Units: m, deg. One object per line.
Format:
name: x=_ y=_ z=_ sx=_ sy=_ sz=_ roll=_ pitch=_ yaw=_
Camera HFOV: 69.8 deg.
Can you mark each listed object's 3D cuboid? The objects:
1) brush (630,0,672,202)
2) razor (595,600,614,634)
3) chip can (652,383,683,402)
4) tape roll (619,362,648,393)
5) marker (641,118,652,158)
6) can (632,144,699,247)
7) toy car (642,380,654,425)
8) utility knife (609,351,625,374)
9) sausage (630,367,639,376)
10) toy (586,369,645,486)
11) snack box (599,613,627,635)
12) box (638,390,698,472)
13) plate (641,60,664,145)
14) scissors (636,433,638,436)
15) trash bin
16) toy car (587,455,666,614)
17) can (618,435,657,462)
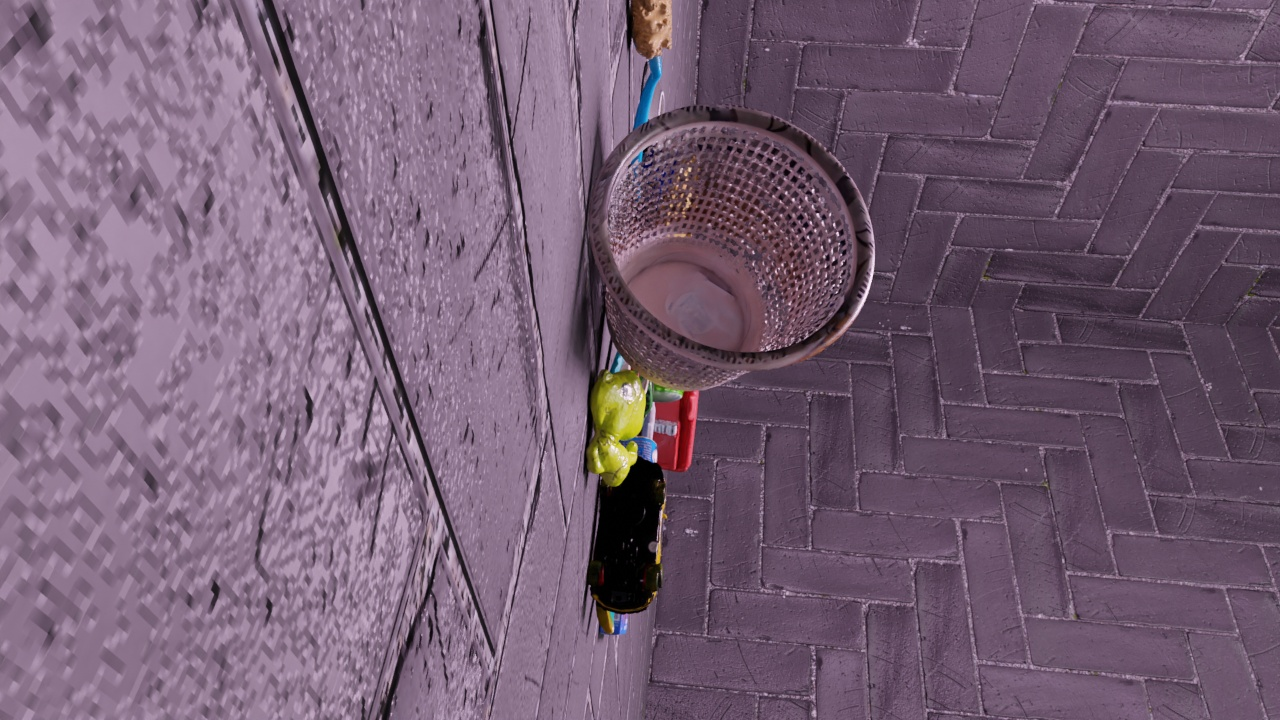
brush: x=0.005 y=-0.278 z=0.934 sx=0.083 sy=0.046 sz=0.255 roll=-87 pitch=-177 yaw=-52
razor: x=-0.032 y=0.244 z=0.969 sx=0.043 sy=0.028 sz=0.132 roll=-54 pitch=-170 yaw=19
chip can: x=0.030 y=-0.054 z=1.239 sx=0.072 sy=0.072 sz=0.221 roll=76 pitch=19 yaw=-77
tape roll: x=-0.006 y=0.006 z=1.066 sx=0.085 sy=0.014 sz=0.086 roll=2 pitch=89 yaw=-74
marker: x=0.005 y=-0.220 z=1.065 sx=0.020 sy=0.022 sz=0.132 roll=-41 pitch=149 yaw=-31
can: x=0.028 y=-0.177 z=1.065 sx=0.074 sy=0.049 sz=0.148 roll=-49 pitch=154 yaw=-38
toy car: x=-0.002 y=0.048 z=1.166 sx=0.043 sy=0.036 sz=0.091 roll=-84 pitch=179 yaw=-45
utility knife: x=-0.011 y=-0.027 z=0.944 sx=0.029 sy=0.013 sz=0.164 roll=111 pitch=-2 yaw=-50
sausage: x=-0.005 y=-0.044 z=1.126 sx=0.020 sy=0.020 sz=0.155 roll=76 pitch=19 yaw=-77
toy: x=-0.021 y=0.056 z=0.810 sx=0.096 sy=0.031 sz=0.100 roll=47 pitch=60 yaw=-51
snack box: x=-0.025 y=0.243 z=1.088 sx=0.084 sy=0.026 sz=0.157 roll=78 pitch=17 yaw=-74
box: x=0.027 y=0.066 z=1.326 sx=0.098 sy=0.095 sz=0.201 roll=-17 pitch=113 yaw=-68
plate: x=0.016 y=-0.279 z=1.145 sx=0.179 sy=0.024 sz=0.179 roll=7 pitch=87 yaw=-86
scissors: x=-0.014 y=0.122 z=1.241 sx=0.141 sy=0.012 sz=0.170 roll=76 pitch=19 yaw=-75
trash bin: x=0.057 y=-0.071 z=0.787 sx=0.192 sy=0.227 sz=0.227 roll=119 pitch=-22 yaw=-68
toy car: x=-0.010 y=0.168 z=0.900 sx=0.041 sy=0.071 sz=0.155 roll=82 pitch=12 yaw=-64
can: x=-0.009 y=0.143 z=0.997 sx=0.102 sy=0.057 sz=0.083 roll=91 pitch=3 yaw=-45
